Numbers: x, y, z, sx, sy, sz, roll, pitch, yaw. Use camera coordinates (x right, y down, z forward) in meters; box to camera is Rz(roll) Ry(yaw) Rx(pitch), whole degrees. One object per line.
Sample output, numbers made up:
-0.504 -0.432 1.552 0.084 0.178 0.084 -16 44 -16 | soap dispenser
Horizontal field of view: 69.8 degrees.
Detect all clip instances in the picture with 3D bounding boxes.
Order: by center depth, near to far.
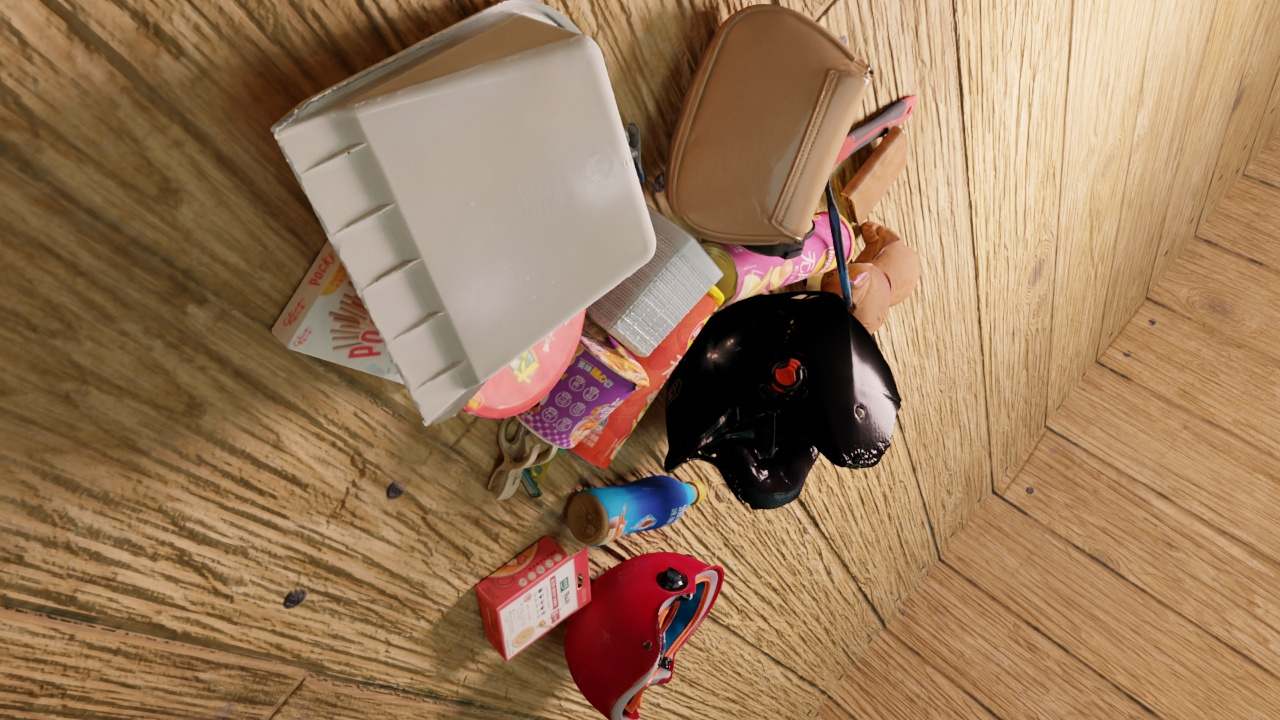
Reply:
-0.010 -0.178 0.793 0.038 0.026 0.058 -26 139 -25 | clip
-0.112 0.100 0.890 0.034 0.092 0.103 -7 115 -49 | clip

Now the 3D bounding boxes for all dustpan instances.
-0.098 -0.127 0.642 0.257 0.143 0.223 -30 125 -17 | dustpan

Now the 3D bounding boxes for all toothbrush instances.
0.217 -0.143 1.011 0.016 0.014 0.190 -48 130 -46 | toothbrush

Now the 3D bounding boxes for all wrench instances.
0.241 -0.244 1.042 0.272 0.016 0.056 -38 149 -31 | wrench

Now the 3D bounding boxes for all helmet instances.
0.144 0.039 1.012 0.274 0.230 0.234 -7 161 -21 | helmet
-0.006 0.334 1.180 0.239 0.144 0.207 -45 154 -41 | helmet

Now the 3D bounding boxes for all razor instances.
-0.073 0.088 0.962 0.132 0.028 0.043 -37 106 -22 | razor

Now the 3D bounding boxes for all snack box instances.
-0.192 -0.030 0.701 0.085 0.027 0.156 -57 148 5 | snack box
-0.121 0.268 1.056 0.126 0.044 0.113 -31 141 -29 | snack box

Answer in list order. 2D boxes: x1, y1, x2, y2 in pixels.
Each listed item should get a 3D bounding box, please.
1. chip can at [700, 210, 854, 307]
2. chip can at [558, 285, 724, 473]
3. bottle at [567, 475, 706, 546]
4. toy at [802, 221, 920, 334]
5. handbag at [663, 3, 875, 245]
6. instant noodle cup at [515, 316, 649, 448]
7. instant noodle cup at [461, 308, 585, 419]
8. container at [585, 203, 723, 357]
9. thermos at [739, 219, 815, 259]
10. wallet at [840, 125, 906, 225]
0.148 -0.114 1.010 0.210 0.071 0.072 -20 135 -41 | chip can
-0.005 0.005 0.918 0.216 0.073 0.073 -55 148 -2 | chip can
0.007 0.174 1.108 0.218 0.065 0.065 -4 123 -50 | bottle
0.271 -0.094 1.149 0.199 0.130 0.140 -51 153 -46 | toy
0.106 -0.203 0.815 0.099 0.147 0.205 -93 -157 -71 | handbag
-0.065 0.019 0.842 0.099 0.111 0.111 -49 148 9 | instant noodle cup
-0.119 -0.055 0.692 0.193 0.066 0.194 -16 109 -54 | instant noodle cup
0.000 -0.074 0.846 0.111 0.090 0.090 -51 147 0 | container
0.133 -0.181 0.915 0.092 0.093 0.143 -25 129 -37 | thermos
0.288 -0.221 1.118 0.101 0.020 0.115 -52 159 4 | wallet
